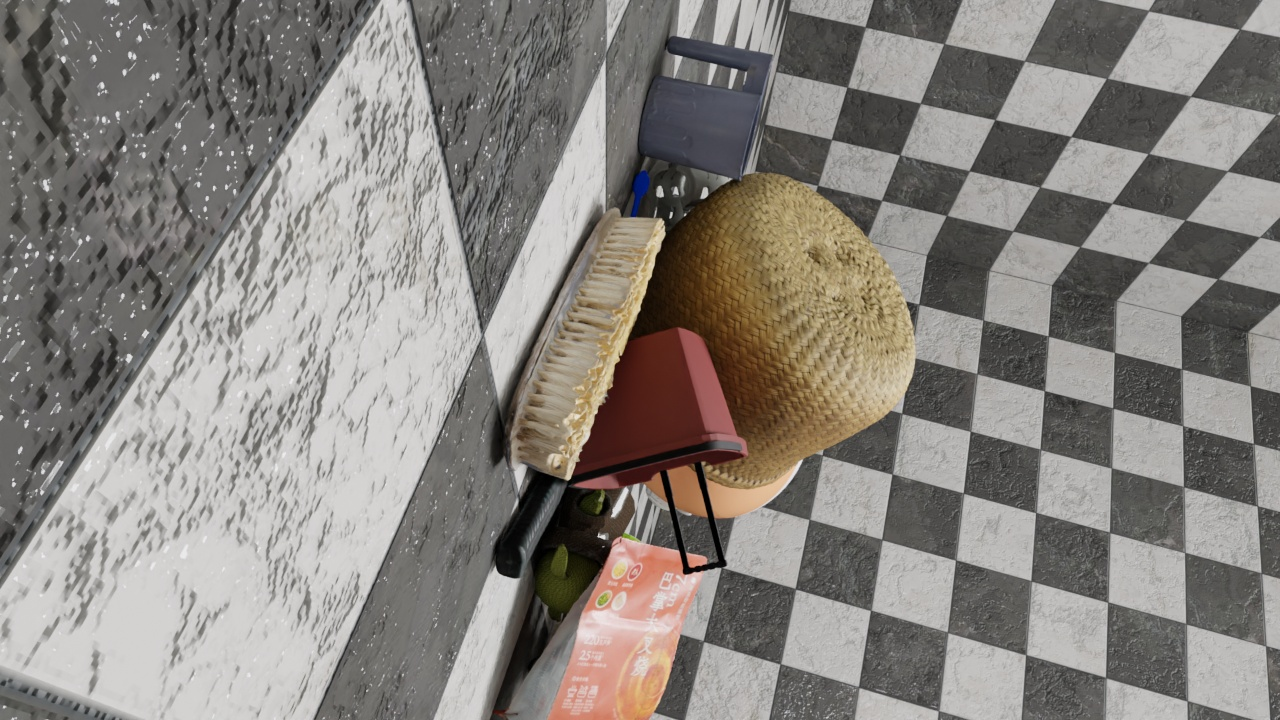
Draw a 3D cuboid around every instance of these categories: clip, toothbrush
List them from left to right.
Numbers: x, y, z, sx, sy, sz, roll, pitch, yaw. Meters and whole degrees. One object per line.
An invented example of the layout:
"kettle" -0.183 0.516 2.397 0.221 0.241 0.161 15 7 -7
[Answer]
"toothbrush" -0.018 -0.101 0.923 0.018 0.016 0.182 -63 167 -84
"clip" 0.064 -0.213 1.018 0.125 0.096 0.152 -24 133 -67

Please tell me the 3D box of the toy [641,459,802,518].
"toy" 0.094 0.094 1.271 0.266 0.263 0.280 -57 167 12

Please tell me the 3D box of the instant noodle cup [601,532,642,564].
"instant noodle cup" -0.045 0.311 1.312 0.099 0.099 0.107 96 19 -54

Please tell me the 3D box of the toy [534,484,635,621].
"toy" -0.058 0.188 0.951 0.180 0.078 0.152 100 8 -54

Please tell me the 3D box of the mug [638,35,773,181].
"mug" 0.063 -0.247 0.892 0.083 0.104 0.124 -15 120 -82

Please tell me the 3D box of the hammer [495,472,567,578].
"hammer" -0.068 0.092 0.864 0.317 0.032 0.130 -63 166 -61

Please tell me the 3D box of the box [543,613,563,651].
"box" -0.064 0.313 1.091 0.184 0.050 0.143 -23 -132 61

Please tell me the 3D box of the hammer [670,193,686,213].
"hammer" 0.068 -0.094 1.343 0.334 0.118 0.025 106 6 -48

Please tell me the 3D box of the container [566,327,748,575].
"container" 0.018 0.087 0.802 0.127 0.148 0.200 22 54 -67

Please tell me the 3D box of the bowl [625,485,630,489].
"bowl" -0.044 0.184 1.210 0.106 0.039 0.106 24 87 -85

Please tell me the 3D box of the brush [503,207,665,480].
"brush" -0.040 -0.022 0.722 0.083 0.056 0.270 99 9 -47

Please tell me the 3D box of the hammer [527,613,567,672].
"hammer" -0.058 0.215 1.087 0.138 0.035 0.313 -45 -154 52

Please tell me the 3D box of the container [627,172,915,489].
"container" 0.137 -0.040 0.962 0.197 0.307 0.306 -39 -160 40

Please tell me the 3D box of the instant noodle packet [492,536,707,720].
"instant noodle packet" -0.023 0.286 0.923 0.164 0.084 0.221 24 95 -48

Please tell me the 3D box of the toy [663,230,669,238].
"toy" 0.043 -0.077 1.145 0.163 0.093 0.172 22 86 -53
